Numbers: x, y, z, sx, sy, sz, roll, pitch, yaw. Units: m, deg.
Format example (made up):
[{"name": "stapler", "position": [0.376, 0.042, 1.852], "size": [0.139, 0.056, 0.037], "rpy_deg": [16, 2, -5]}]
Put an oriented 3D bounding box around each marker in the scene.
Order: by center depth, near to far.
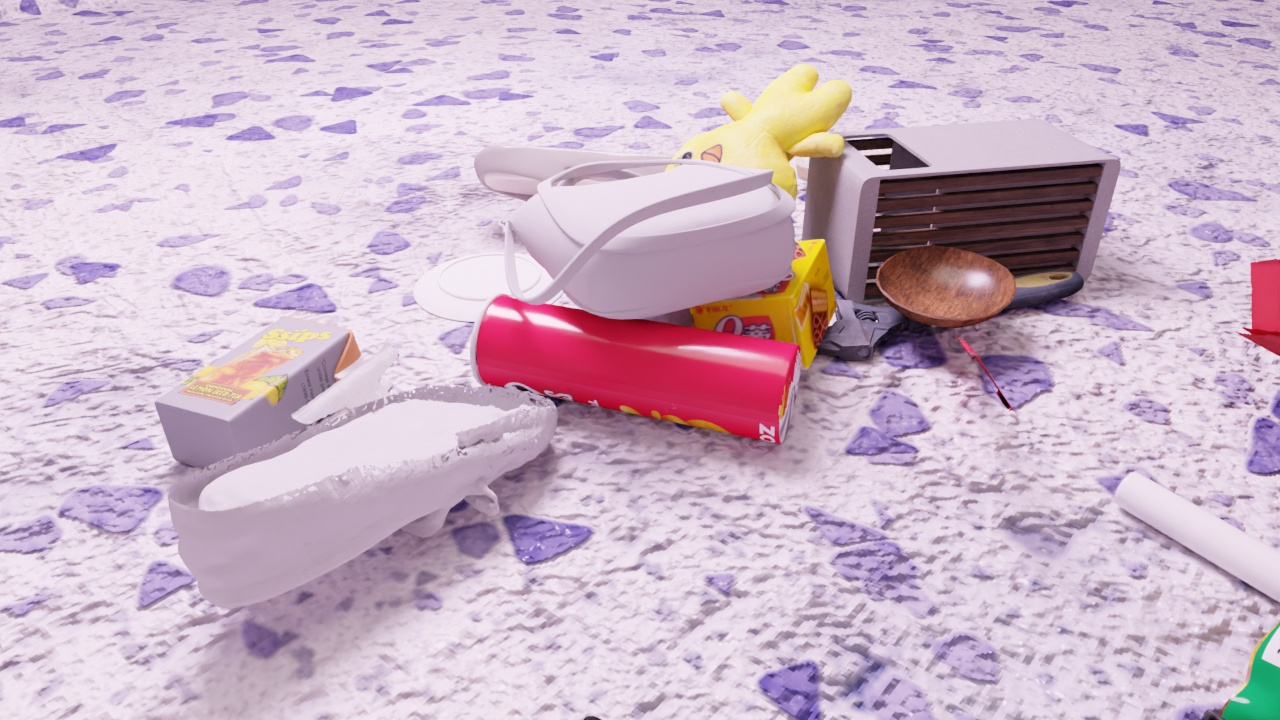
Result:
[{"name": "marker", "position": [0.332, 0.106, 0.509], "size": [0.027, 0.023, 0.133], "rpy_deg": [3, 24, -38]}]

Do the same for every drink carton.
[{"name": "drink carton", "position": [-0.257, 0.022, 0.630], "size": [0.076, 0.049, 0.124], "rpy_deg": [11, 33, 19]}]

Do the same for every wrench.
[{"name": "wrench", "position": [0.251, -0.043, 0.755], "size": [0.273, 0.022, 0.073], "rpy_deg": [-12, 33, -16]}]

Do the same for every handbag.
[{"name": "handbag", "position": [-0.012, -0.114, 0.681], "size": [0.215, 0.096, 0.222], "rpy_deg": [-14, 33, -20]}]

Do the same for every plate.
[{"name": "plate", "position": [-0.134, -0.072, 0.818], "size": [0.134, 0.011, 0.134], "rpy_deg": [0, 31, 0]}]

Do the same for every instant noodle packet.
[{"name": "instant noodle packet", "position": [0.383, 0.095, 0.372], "size": [0.196, 0.252, 0.090], "rpy_deg": [22, -5, 32]}]

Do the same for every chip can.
[{"name": "chip can", "position": [-0.004, 0.004, 0.637], "size": [0.221, 0.069, 0.069], "rpy_deg": [10, 33, 16]}]

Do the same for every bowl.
[{"name": "bowl", "position": [0.239, -0.053, 0.726], "size": [0.102, 0.026, 0.114], "rpy_deg": [26, 44, 31]}]

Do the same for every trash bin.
[{"name": "trash bin", "position": [0.276, -0.136, 0.817], "size": [0.228, 0.115, 0.114], "rpy_deg": [-6, 32, -9]}]

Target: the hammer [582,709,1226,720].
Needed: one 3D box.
[{"name": "hammer", "position": [0.127, 0.187, 0.374], "size": [0.319, 0.032, 0.130], "rpy_deg": [5, 33, 10]}]

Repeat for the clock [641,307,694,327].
[{"name": "clock", "position": [0.019, -0.061, 0.774], "size": [0.094, 0.035, 0.122], "rpy_deg": [-2, 32, -3]}]

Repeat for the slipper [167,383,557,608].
[{"name": "slipper", "position": [-0.141, 0.067, 0.530], "size": [0.112, 0.075, 0.246], "rpy_deg": [28, 31, 28]}]

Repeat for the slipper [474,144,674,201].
[{"name": "slipper", "position": [-0.031, -0.151, 0.889], "size": [0.266, 0.080, 0.113], "rpy_deg": [6, -11, -3]}]

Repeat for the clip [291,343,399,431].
[{"name": "clip", "position": [-0.194, 0.033, 0.636], "size": [0.058, 0.052, 0.101], "rpy_deg": [-15, 21, 35]}]

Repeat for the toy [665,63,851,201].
[{"name": "toy", "position": [0.097, -0.169, 0.797], "size": [0.134, 0.208, 0.092], "rpy_deg": [39, 5, 40]}]

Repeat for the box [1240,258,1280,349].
[{"name": "box", "position": [0.469, -0.038, 0.513], "size": [0.165, 0.153, 0.213], "rpy_deg": [33, 11, 11]}]

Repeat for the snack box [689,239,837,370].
[{"name": "snack box", "position": [0.096, -0.042, 0.704], "size": [0.084, 0.061, 0.105], "rpy_deg": [-2, 29, 27]}]

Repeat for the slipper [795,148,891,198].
[{"name": "slipper", "position": [0.296, -0.192, 0.971], "size": [0.263, 0.052, 0.114], "rpy_deg": [7, 30, 20]}]
